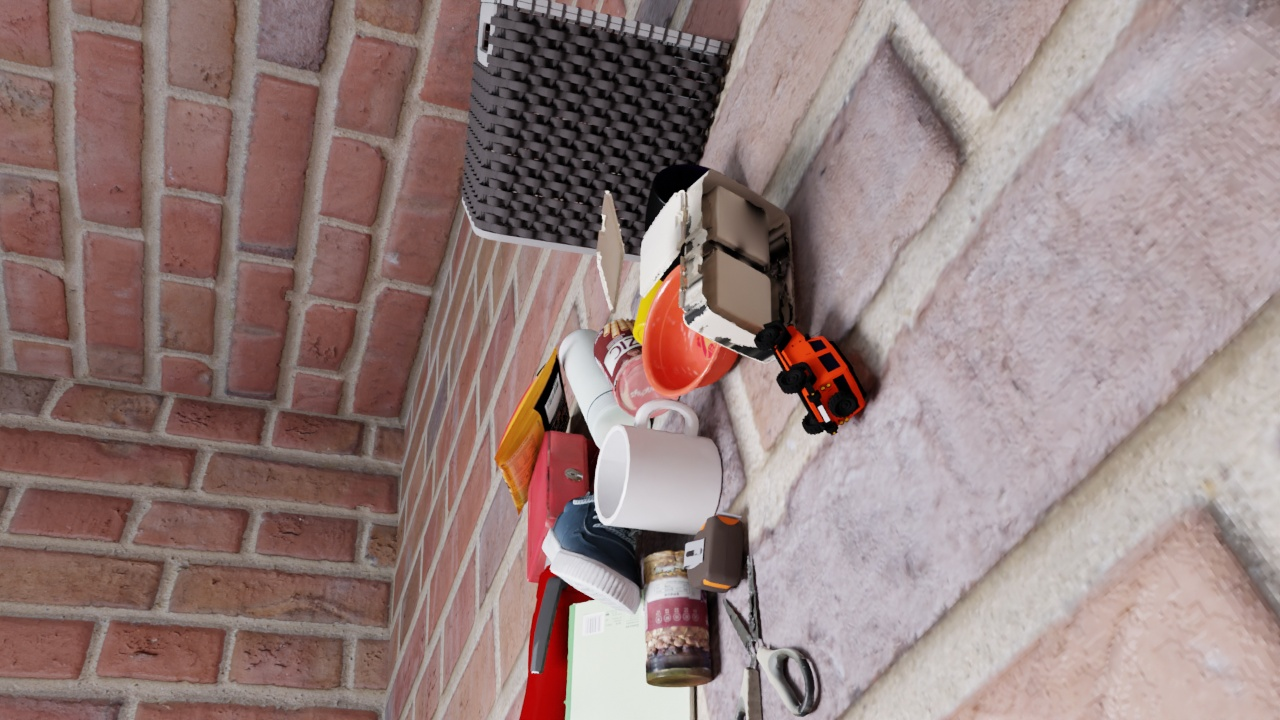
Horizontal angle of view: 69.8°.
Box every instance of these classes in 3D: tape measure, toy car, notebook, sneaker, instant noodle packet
[{"bbox_3d":[0.058,0.162,0.764,0.059,0.038,0.058,127,154,-61],"label":"tape measure"},{"bbox_3d":[0.121,0.008,0.648,0.049,0.051,0.100,-30,32,6],"label":"toy car"},{"bbox_3d":[-0.015,0.339,0.843,0.182,0.010,0.252,-25,54,42],"label":"notebook"},{"bbox_3d":[-0.037,0.175,0.883,0.087,0.089,0.236,-60,13,-6],"label":"sneaker"},{"bbox_3d":[-0.135,0.098,1.191,0.221,0.032,0.159,89,-154,-63],"label":"instant noodle packet"}]

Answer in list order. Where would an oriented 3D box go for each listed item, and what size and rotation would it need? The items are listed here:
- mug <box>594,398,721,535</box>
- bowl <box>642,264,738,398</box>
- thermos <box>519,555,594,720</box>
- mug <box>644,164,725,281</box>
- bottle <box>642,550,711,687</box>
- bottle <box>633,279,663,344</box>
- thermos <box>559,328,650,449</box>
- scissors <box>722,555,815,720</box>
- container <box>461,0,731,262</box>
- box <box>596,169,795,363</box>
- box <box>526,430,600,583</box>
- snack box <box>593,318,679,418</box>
[{"bbox_3d":[0.017,0.095,0.841,0.091,0.090,0.121,-161,82,-71],"label":"mug"},{"bbox_3d":[0.055,-0.026,0.844,0.131,0.045,0.130,-30,54,51],"label":"bowl"},{"bbox_3d":[-0.084,0.304,0.979,0.108,0.084,0.198,56,-145,-52],"label":"thermos"},{"bbox_3d":[0.055,-0.114,0.879,0.119,0.084,0.100,47,145,30],"label":"mug"},{"bbox_3d":[0.031,0.222,0.790,0.056,0.056,0.105,128,146,-54],"label":"bottle"},{"bbox_3d":[0.027,-0.082,0.949,0.043,0.043,0.143,128,159,-54],"label":"bottle"},{"bbox_3d":[-0.047,0.032,1.093,0.230,0.068,0.068,-123,47,-63],"label":"thermos"},{"bbox_3d":[0.089,0.232,0.690,0.158,0.012,0.171,157,122,-67],"label":"scissors"},{"bbox_3d":[-0.071,-0.268,1.051,0.247,0.245,0.244,-125,44,-64],"label":"container"},{"bbox_3d":[0.021,-0.076,0.735,0.105,0.187,0.143,-34,41,44],"label":"box"},{"bbox_3d":[-0.090,0.182,1.119,0.157,0.087,0.129,-101,24,-47],"label":"box"},{"bbox_3d":[-0.006,0.006,0.982,0.121,0.072,0.072,-123,46,-64],"label":"snack box"}]
